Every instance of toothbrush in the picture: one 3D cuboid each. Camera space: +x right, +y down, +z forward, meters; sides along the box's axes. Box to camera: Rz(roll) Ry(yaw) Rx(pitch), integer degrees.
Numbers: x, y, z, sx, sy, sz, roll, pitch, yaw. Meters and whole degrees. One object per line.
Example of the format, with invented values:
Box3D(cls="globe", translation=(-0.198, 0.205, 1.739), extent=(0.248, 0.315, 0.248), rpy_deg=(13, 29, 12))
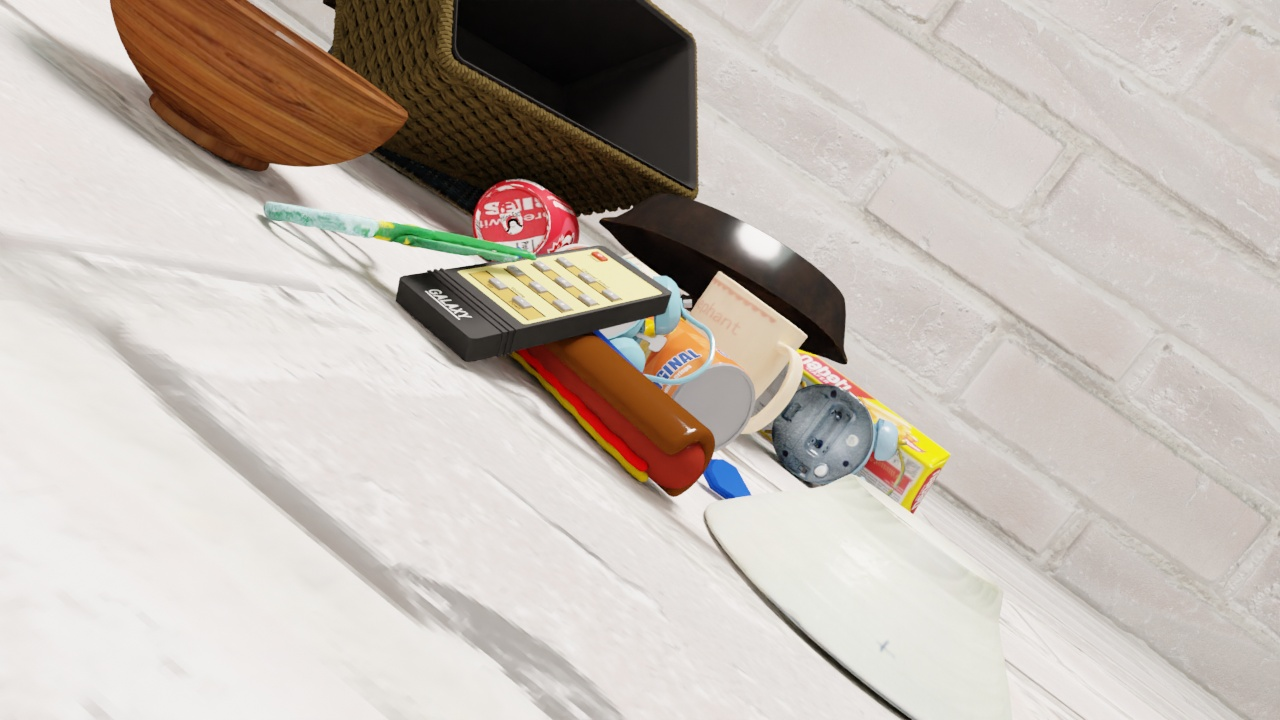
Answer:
Box3D(cls="toothbrush", translation=(-0.004, 0.009, 0.496), extent=(0.186, 0.016, 0.011), rpy_deg=(48, -23, -6))

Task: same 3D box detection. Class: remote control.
Box3D(cls="remote control", translation=(-0.048, -0.032, 0.449), extent=(0.058, 0.013, 0.133), rpy_deg=(36, 34, 29))

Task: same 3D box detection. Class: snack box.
Box3D(cls="snack box", translation=(0.191, 0.070, 0.893), extent=(0.042, 0.092, 0.201), rpy_deg=(-19, 48, -43))

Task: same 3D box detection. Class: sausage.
Box3D(cls="sausage", translation=(-0.025, 0.010, 0.449), extent=(0.155, 0.040, 0.040), rpy_deg=(40, 7, 33))

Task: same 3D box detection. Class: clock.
Box3D(cls="clock", translation=(0.176, 0.076, 0.821), extent=(0.124, 0.089, 0.051), rpy_deg=(36, 0, 21))
Box3D(cls="clock", translation=(-0.014, -0.023, 0.537), extent=(0.123, 0.087, 0.042), rpy_deg=(24, -36, 19))

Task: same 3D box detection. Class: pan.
Box3D(cls="pan", translation=(0.077, -0.076, 0.865), extent=(0.248, 0.043, 0.356), rpy_deg=(30, -3, -3))

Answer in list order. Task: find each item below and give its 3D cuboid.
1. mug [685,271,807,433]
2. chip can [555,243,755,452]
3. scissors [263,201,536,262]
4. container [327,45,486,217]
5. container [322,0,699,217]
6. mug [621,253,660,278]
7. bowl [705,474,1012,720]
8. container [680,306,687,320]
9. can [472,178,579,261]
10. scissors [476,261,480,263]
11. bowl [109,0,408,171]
Box3D(cls="mug", translation=(0.070, 0.006, 0.687), extent=(0.085, 0.104, 0.111), rpy_deg=(30, 10, -43))
Box3D(cls="chip can", translation=(-0.005, -0.015, 0.623), extent=(0.062, 0.062, 0.210), rpy_deg=(31, 8, -38))
Box3D(cls="scissors", translation=(-0.111, -0.059, 0.421), extent=(0.129, 0.012, 0.119), rpy_deg=(14, 7, 28))
Box3D(cls="container", translation=(-0.245, -0.243, 0.970), extent=(0.187, 0.071, 0.145), rpy_deg=(30, 9, -43))
Box3D(cls="container", translation=(-0.119, -0.251, 0.831), extent=(0.205, 0.176, 0.320), rpy_deg=(-9, -15, 36))
Box3D(cls="mug", translation=(-0.028, -0.079, 1.003), extent=(0.122, 0.081, 0.097), rpy_deg=(16, 13, 5))
Box3D(cls="bowl", translation=(0.118, 0.103, 0.437), extent=(0.176, 0.058, 0.176), rpy_deg=(36, 6, -5))
Box3D(cls="container", translation=(0.032, -0.022, 0.896), extent=(0.061, 0.063, 0.114), rpy_deg=(43, 5, -9))
Box3D(cls="can", translation=(-0.098, -0.116, 0.809), extent=(0.074, 0.074, 0.142), rpy_deg=(36, 6, 1))
Box3D(cls="scissors", translation=(-0.071, -0.052, 0.725), extent=(0.086, 0.015, 0.135), rpy_deg=(30, 3, 28))
Box3D(cls="bowl", translation=(-0.197, -0.137, 0.452), extent=(0.147, 0.069, 0.147), rpy_deg=(35, 6, -5))
